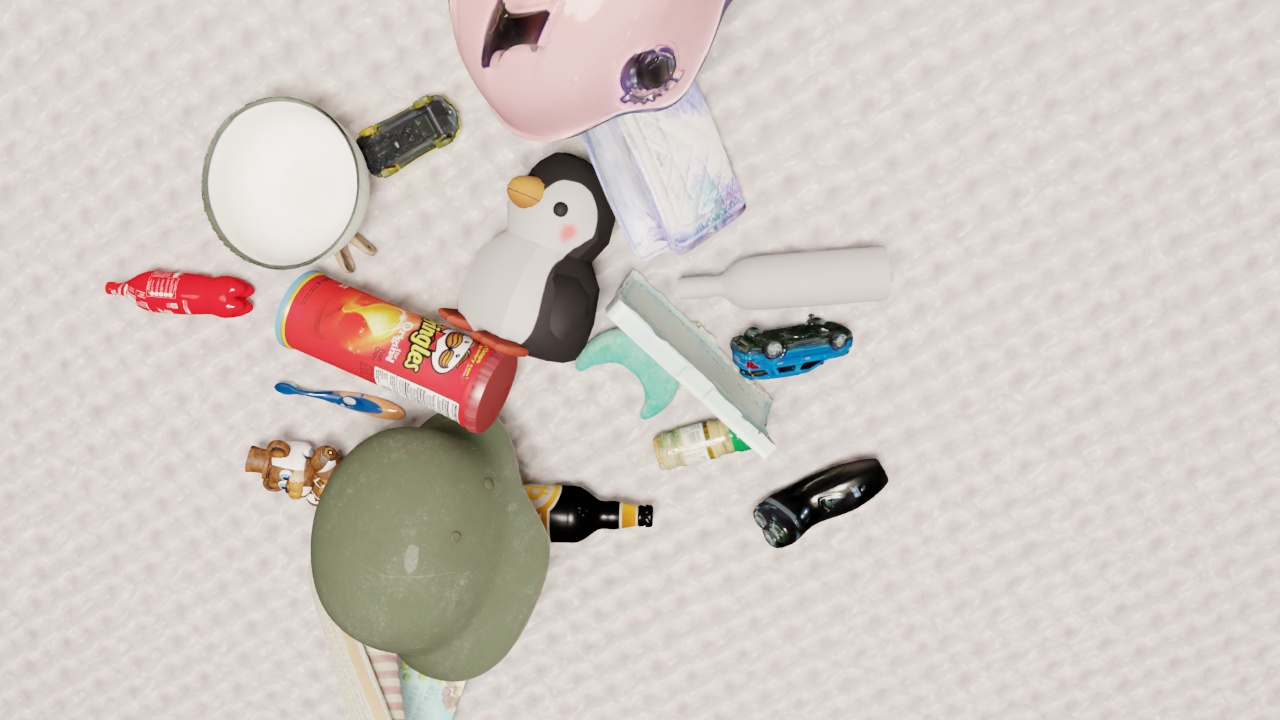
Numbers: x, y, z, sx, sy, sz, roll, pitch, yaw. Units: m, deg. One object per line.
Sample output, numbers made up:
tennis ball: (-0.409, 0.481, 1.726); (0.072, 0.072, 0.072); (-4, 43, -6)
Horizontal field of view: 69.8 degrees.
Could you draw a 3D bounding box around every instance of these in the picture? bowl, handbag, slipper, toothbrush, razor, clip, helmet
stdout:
bowl: (-0.317, -0.160, 0.850); (0.153, 0.072, 0.153); (1, 94, 10)
handbag: (0.022, -0.182, 0.826); (0.069, 0.126, 0.158); (-6, 115, 49)
slipper: (-0.287, 0.326, 0.963); (0.052, 0.115, 0.262); (-16, 71, -32)
toothbrush: (-0.310, 0.041, 0.951); (0.135, 0.017, 0.022); (13, 110, -4)
razor: (0.184, 0.144, 0.933); (0.141, 0.063, 0.053); (-28, 104, 11)
clip: (-0.285, -0.120, 0.897); (0.061, 0.026, 0.049); (3, 97, 9)
helmet: (-0.220, 0.161, 0.868); (0.227, 0.153, 0.267); (2, 74, 34)
helmet: (-0.052, -0.303, 0.716); (0.256, 0.152, 0.230); (-42, 62, 11)

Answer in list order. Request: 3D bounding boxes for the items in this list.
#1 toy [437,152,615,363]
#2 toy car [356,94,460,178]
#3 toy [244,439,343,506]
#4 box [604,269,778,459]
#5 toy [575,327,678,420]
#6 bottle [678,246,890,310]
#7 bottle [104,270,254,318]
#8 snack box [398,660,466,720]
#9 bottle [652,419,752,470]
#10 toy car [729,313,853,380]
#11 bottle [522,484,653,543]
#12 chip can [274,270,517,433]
toy: (-0.080, -0.097, 0.852); (0.140, 0.159, 0.184); (15, 99, -43)
toy car: (-0.217, -0.211, 0.862); (0.107, 0.030, 0.049); (-24, 103, 11)
toy: (-0.349, 0.118, 0.949); (0.112, 0.067, 0.087); (14, 131, -14)
box: (0.049, 0.003, 0.860); (0.197, 0.135, 0.044); (43, 108, -10)
toy: (-0.005, 0.005, 0.918); (0.105, 0.033, 0.085); (37, 116, -9)
bottle: (0.134, -0.076, 0.876); (0.195, 0.052, 0.052); (-4, 106, 4)
bottle: (-0.458, -0.067, 0.909); (0.141, 0.042, 0.042); (4, 107, 1)
snack box: (-0.226, 0.339, 1.016); (0.075, 0.053, 0.175); (21, 106, -2)
bottle: (0.070, 0.082, 0.932); (0.111, 0.043, 0.043); (-15, 105, 8)
toy car: (0.145, -0.011, 0.883); (0.120, 0.056, 0.044); (-11, 112, -15)
bottle: (-0.078, 0.159, 0.951); (0.181, 0.059, 0.059); (1, 107, 2)
chip can: (-0.231, -0.010, 0.873); (0.213, 0.087, 0.087); (22, 107, 9)
